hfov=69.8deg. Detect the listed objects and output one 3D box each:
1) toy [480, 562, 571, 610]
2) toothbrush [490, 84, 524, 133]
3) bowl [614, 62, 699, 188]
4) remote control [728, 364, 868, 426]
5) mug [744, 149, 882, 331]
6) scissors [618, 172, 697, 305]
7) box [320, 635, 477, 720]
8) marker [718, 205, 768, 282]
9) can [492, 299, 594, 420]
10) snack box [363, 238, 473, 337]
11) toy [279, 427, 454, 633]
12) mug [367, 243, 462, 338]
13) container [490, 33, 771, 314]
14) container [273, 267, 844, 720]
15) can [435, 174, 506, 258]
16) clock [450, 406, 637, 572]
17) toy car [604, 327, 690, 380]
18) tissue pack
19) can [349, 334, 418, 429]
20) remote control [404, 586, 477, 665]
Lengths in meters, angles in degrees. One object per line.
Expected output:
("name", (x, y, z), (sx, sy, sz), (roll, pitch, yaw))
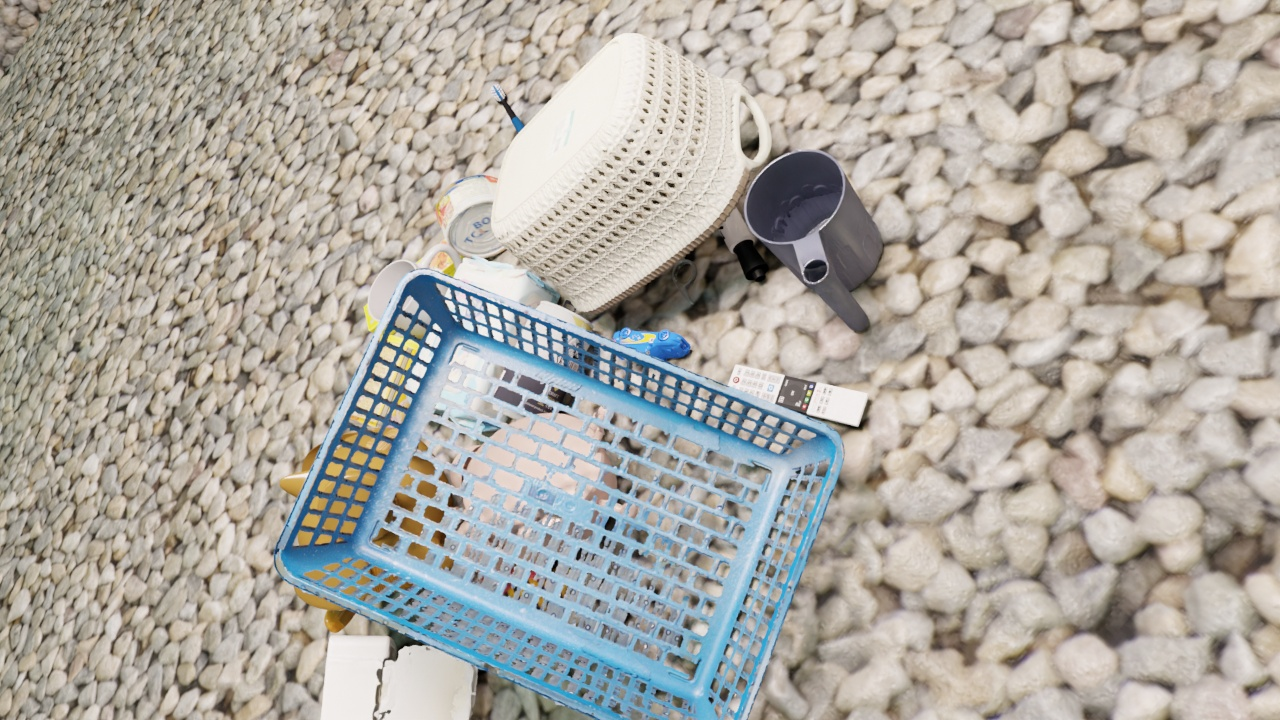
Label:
("toy", (-0.106, 0.179, 0.830), (0.084, 0.046, 0.103), (-39, 56, -6))
("toothbrush", (-0.142, -0.273, 1.071), (0.014, 0.014, 0.167), (-33, 54, 3))
("bowl", (-0.013, -0.254, 0.958), (0.150, 0.043, 0.149), (-14, 62, 28))
("remote control", (0.128, 0.029, 0.759), (0.124, 0.011, 0.028), (13, 77, 37))
("mug", (0.148, -0.092, 0.741), (0.084, 0.104, 0.123), (-24, 58, 22))
("scissors", (0.037, -0.127, 0.889), (0.142, 0.014, 0.173), (-28, 58, 23))
("box", (-0.212, 0.300, 0.824), (0.136, 0.126, 0.108), (0, 67, -11))
("marker", (0.084, -0.124, 0.841), (0.025, 0.025, 0.125), (-33, 62, 17))
("can", (-0.092, 0.000, 0.884), (0.064, 0.064, 0.127), (20, 81, 38))
("snack box", (-0.254, -0.084, 1.052), (0.148, 0.029, 0.040), (-36, 54, 15))
("toy", (-0.254, 0.128, 0.864), (0.203, 0.162, 0.199), (-122, 53, -71))
("mug", (-0.224, -0.072, 0.988), (0.071, 0.089, 0.107), (35, 91, 39))
("container", (-0.021, -0.165, 0.818), (0.247, 0.142, 0.184), (-33, 42, 39))
("container", (-0.058, 0.112, 0.707), (0.362, 0.089, 0.257), (22, 82, 6))
("can", (-0.175, -0.155, 0.994), (0.086, 0.086, 0.043), (-37, 54, 15))
("clock", (-0.094, 0.105, 0.806), (0.160, 0.086, 0.131), (-24, 44, 8))
("toy car", (-0.005, 0.004, 0.841), (0.092, 0.033, 0.061), (4, 65, 35))
("tissue pack", (-0.166, -0.014, 0.937), (0.112, 0.070, 0.181), (17, 80, 37))
("can", (-0.263, 0.028, 0.983), (0.068, 0.067, 0.105), (12, 77, 36))
("remote control", (-0.194, 0.248, 0.874), (0.033, 0.013, 0.136), (-50, 52, 5))
